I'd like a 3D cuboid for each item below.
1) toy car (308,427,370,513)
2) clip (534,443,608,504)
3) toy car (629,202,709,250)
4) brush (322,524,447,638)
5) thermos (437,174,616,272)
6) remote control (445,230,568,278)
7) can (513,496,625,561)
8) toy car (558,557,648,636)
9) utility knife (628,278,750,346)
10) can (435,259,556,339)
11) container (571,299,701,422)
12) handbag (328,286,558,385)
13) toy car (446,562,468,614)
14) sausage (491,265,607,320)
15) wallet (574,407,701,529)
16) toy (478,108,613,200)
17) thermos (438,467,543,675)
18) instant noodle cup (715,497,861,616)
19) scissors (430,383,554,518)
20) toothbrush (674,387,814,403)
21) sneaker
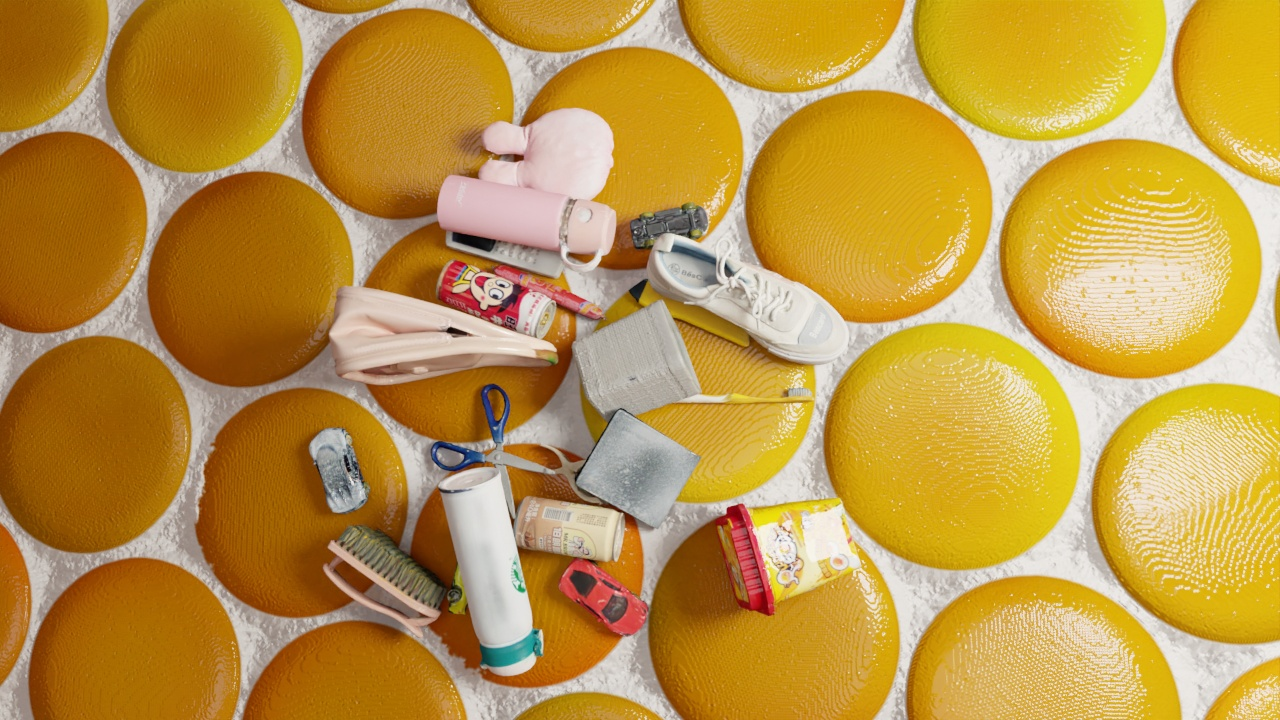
[{"bbox_3d":[-0.358,0.128,1.082,0.049,0.031,0.105,-24,79,3],"label":"toy car"},{"bbox_3d":[-0.066,0.116,1.045,0.104,0.035,0.084,42,93,19],"label":"clip"},{"bbox_3d":[0.034,-0.154,1.065,0.090,0.035,0.042,-12,82,5],"label":"toy car"},{"bbox_3d":[-0.287,0.250,1.041,0.145,0.063,0.073,34,84,9],"label":"brush"},{"bbox_3d":[-0.131,-0.155,1.049,0.199,0.067,0.087,13,72,8],"label":"thermos"},{"bbox_3d":[-0.159,-0.144,1.097,0.150,0.021,0.058,16,85,9],"label":"remote control"},{"bbox_3d":[-0.079,0.188,1.022,0.116,0.058,0.058,7,83,8],"label":"can"},{"bbox_3d":[-0.041,0.264,1.022,0.106,0.031,0.049,36,89,9],"label":"toy car"},{"bbox_3d":[0.058,-0.055,1.059,0.154,0.015,0.033,25,93,9],"label":"utility knife"},{"bbox_3d":[-0.168,-0.071,1.072,0.133,0.053,0.053,22,86,10],"label":"can"},{"bbox_3d":[-0.006,0.006,1.015,0.114,0.090,0.090,-22,58,7],"label":"container"},{"bbox_3d":[-0.207,-0.018,1.011,0.234,0.193,0.093,3,85,-2],"label":"handbag"},{"bbox_3d":[-0.195,0.234,1.038,0.032,0.048,0.105,11,84,-5],"label":"toy car"},{"bbox_3d":[-0.108,-0.081,1.083,0.156,0.020,0.020,24,86,10],"label":"sausage"},{"bbox_3d":[-0.002,0.120,1.014,0.121,0.019,0.097,33,86,-24],"label":"wallet"},{"bbox_3d":[-0.111,-0.242,1.086,0.159,0.054,0.121,4,82,5],"label":"toy"},{"bbox_3d":[-0.158,0.231,0.994,0.073,0.073,0.224,-10,102,6],"label":"thermos"},{"bbox_3d":[0.155,0.198,0.969,0.123,0.116,0.116,-14,80,-7],"label":"instant noodle cup"},{"bbox_3d":[-0.171,0.102,1.047,0.175,0.012,0.162,-7,65,23],"label":"scissors"},{"bbox_3d":[0.100,0.040,1.041,0.191,0.016,0.018,0,71,7],"label":"toothbrush"},{"bbox_3d":[0.120,-0.076,1.006,0.242,0.091,0.089,25,74,8],"label":"sneaker"}]
